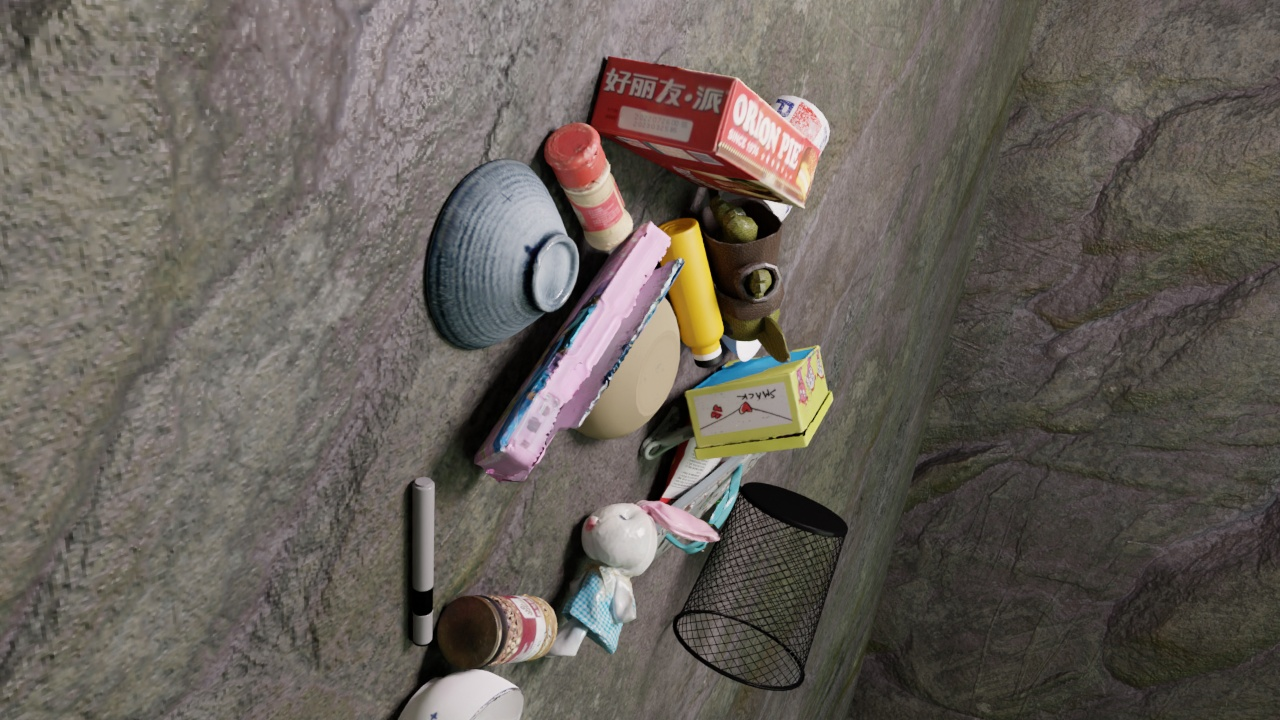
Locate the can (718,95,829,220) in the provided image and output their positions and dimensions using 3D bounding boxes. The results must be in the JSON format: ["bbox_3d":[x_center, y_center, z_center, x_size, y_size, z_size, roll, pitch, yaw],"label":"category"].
[{"bbox_3d":[0.138,-0.205,0.956,0.136,0.078,0.078,-60,152,-24],"label":"can"}]

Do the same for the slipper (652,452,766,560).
[{"bbox_3d":[0.088,0.172,1.083,0.268,0.055,0.098,-36,158,-36],"label":"slipper"}]

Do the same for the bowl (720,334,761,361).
[{"bbox_3d":[0.117,-0.058,1.059,0.109,0.040,0.110,-44,144,-45],"label":"bowl"}]

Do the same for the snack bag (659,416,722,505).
[{"bbox_3d":[0.069,0.106,1.075,0.130,0.039,0.144,24,86,-67],"label":"snack bag"}]

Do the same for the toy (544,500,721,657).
[{"bbox_3d":[-0.035,0.201,0.899,0.204,0.131,0.106,-48,116,-27],"label":"toy"}]

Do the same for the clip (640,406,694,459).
[{"bbox_3d":[0.028,0.082,0.989,0.075,0.059,0.023,-35,136,-32],"label":"clip"}]

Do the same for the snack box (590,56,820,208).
[{"bbox_3d":[0.064,-0.186,0.780,0.236,0.113,0.060,4,102,-64],"label":"snack box"}]

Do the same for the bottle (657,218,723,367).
[{"bbox_3d":[0.050,-0.061,0.874,0.043,0.043,0.144,-45,128,-44],"label":"bottle"}]

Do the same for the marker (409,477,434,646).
[{"bbox_3d":[-0.159,0.148,0.668,0.016,0.016,0.141,-31,133,-54],"label":"marker"}]

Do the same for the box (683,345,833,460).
[{"bbox_3d":[0.138,0.042,1.021,0.220,0.124,0.081,-22,101,-72],"label":"box"}]

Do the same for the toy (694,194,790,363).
[{"bbox_3d":[0.097,-0.088,0.908,0.078,0.179,0.153,-17,127,-9],"label":"toy"}]

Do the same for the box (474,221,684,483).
[{"bbox_3d":[-0.044,-0.003,0.720,0.229,0.053,0.085,-59,-168,-26],"label":"box"}]

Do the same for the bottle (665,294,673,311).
[{"bbox_3d":[0.057,-0.041,0.961,0.030,0.030,0.113,-66,154,-11],"label":"bottle"}]

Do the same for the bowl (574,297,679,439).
[{"bbox_3d":[-0.005,0.005,0.842,0.151,0.050,0.152,-43,143,-46],"label":"bowl"}]

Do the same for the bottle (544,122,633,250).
[{"bbox_3d":[-0.037,-0.129,0.696,0.044,0.044,0.109,-62,154,-20],"label":"bottle"}]

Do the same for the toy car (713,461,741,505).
[{"bbox_3d":[0.109,0.156,1.192,0.091,0.036,0.042,-29,133,-61],"label":"toy car"}]

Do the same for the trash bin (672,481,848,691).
[{"bbox_3d":[0.164,0.284,1.196,0.183,0.184,0.210,0,112,-64],"label":"trash bin"}]

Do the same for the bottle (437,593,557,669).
[{"bbox_3d":[-0.116,0.223,0.758,0.105,0.056,0.056,33,77,-64],"label":"bottle"}]

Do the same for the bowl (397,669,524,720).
[{"bbox_3d":[-0.150,0.291,0.719,0.113,0.063,0.114,-47,153,-34],"label":"bowl"}]

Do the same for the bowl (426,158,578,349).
[{"bbox_3d":[-0.080,-0.066,0.633,0.136,0.057,0.137,-43,142,-46],"label":"bowl"}]
